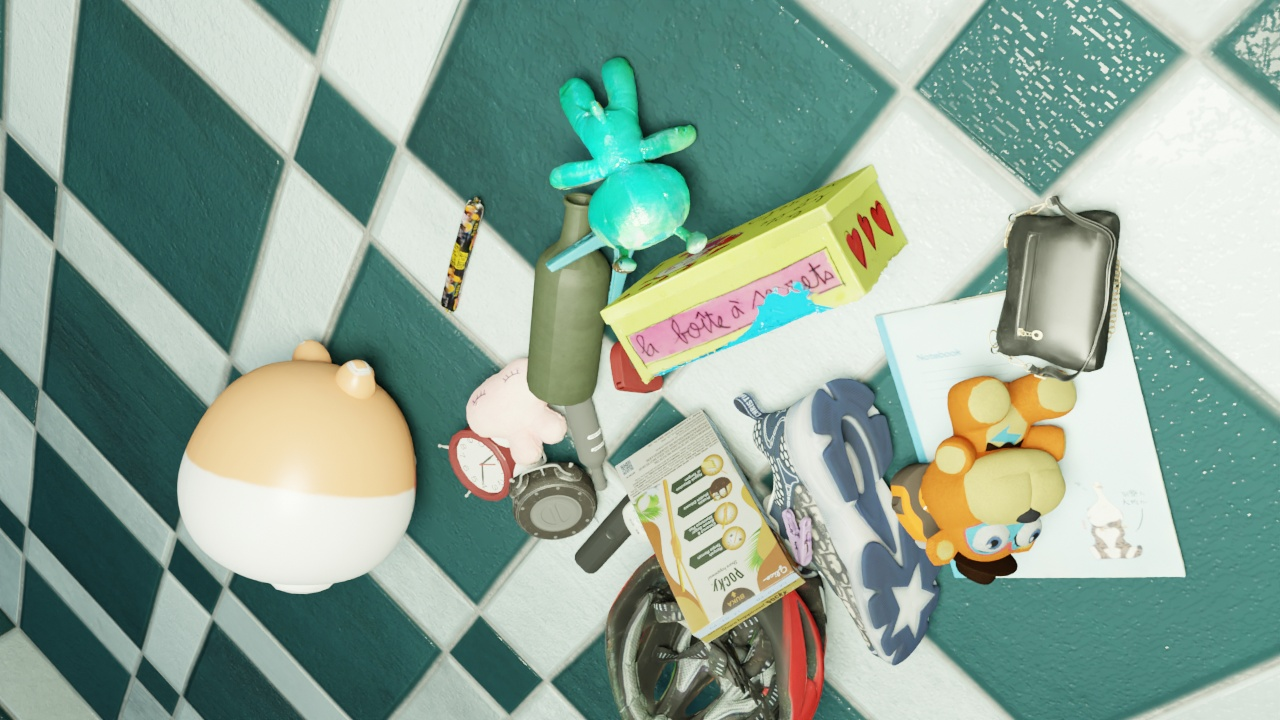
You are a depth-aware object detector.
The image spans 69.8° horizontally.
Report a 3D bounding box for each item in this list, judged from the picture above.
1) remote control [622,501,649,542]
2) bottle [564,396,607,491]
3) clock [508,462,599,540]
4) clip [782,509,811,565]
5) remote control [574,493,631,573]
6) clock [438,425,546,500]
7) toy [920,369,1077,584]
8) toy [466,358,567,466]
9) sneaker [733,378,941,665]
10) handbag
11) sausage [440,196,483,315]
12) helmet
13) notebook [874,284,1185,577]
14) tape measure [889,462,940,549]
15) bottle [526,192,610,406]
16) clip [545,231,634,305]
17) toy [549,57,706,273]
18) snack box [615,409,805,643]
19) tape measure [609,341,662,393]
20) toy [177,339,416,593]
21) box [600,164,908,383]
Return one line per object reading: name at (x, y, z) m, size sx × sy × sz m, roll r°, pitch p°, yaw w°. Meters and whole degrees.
remote control at (0.035, 0.149, 0.932) m, size 0.115 × 0.028 × 0.060 m, roll -24°, pitch 101°, yaw 28°
bottle at (-0.054, 0.087, 0.968) m, size 0.030 × 0.030 × 0.113 m, roll 0°, pitch 113°, yaw 34°
clock at (-0.095, 0.147, 0.994) m, size 0.091 × 0.043 × 0.123 m, roll -15°, pitch 128°, yaw 1°
clip at (0.133, 0.148, 0.785) m, size 0.045 × 0.014 × 0.051 m, roll 41°, pitch 141°, yaw 34°
remote control at (-0.031, 0.191, 1.018) m, size 0.033 × 0.015 × 0.147 m, roll 43°, pitch 130°, yaw 7°
clock at (-0.162, 0.107, 1.039) m, size 0.138 × 0.048 × 0.096 m, roll -17°, pitch 104°, yaw 40°
toy at (0.268, 0.088, 0.699) m, size 0.096 × 0.112 × 0.176 m, roll -123°, pitch 31°, yaw -54°
toy at (-0.127, 0.055, 0.968) m, size 0.108 × 0.053 × 0.105 m, roll -40°, pitch 79°, yaw 10°
sneaker at (0.170, 0.145, 0.823) m, size 0.133 × 0.103 × 0.269 m, roll -6°, pitch 110°, yaw 51°
handbag at (0.289, -0.050, 0.641) m, size 0.079 × 0.054 × 0.128 m, roll 8°, pitch 97°, yaw 35°
sausage at (-0.188, -0.108, 0.963) m, size 0.020 × 0.020 × 0.156 m, roll 35°, pitch 128°, yaw 14°
helmet at (0.074, 0.293, 0.899) m, size 0.217 × 0.166 × 0.273 m, roll 42°, pitch 121°, yaw 28°
notebook at (0.306, 0.065, 0.731) m, size 0.181 × 0.009 × 0.253 m, roll -11°, pitch 107°, yaw 37°
tape measure at (0.235, 0.114, 0.760) m, size 0.059 × 0.058 × 0.038 m, roll 48°, pitch 169°, yaw -3°
bottle at (-0.067, -0.058, 0.875) m, size 0.071 × 0.071 × 0.207 m, roll 23°, pitch 125°, yaw 22°
clip at (-0.028, -0.114, 0.806) m, size 0.103 × 0.027 × 0.120 m, roll 36°, pitch 97°, yaw -23°
toy at (-0.014, -0.160, 0.756) m, size 0.131 × 0.072 × 0.193 m, roll -22°, pitch 77°, yaw 9°
snack box at (0.057, 0.144, 0.828) m, size 0.101 × 0.031 × 0.186 m, roll -35°, pitch 51°, yaw 8°
tape measure at (-0.005, 0.005, 0.884) m, size 0.019 × 0.059 × 0.051 m, roll -19°, pitch 72°, yaw 39°
toy at (-0.387, 0.124, 1.074) m, size 0.263 × 0.265 × 0.281 m, roll 17°, pitch 94°, yaw 44°
box at (0.090, -0.068, 0.734) m, size 0.222 × 0.124 × 0.080 m, roll -24°, pitch 101°, yaw 41°
